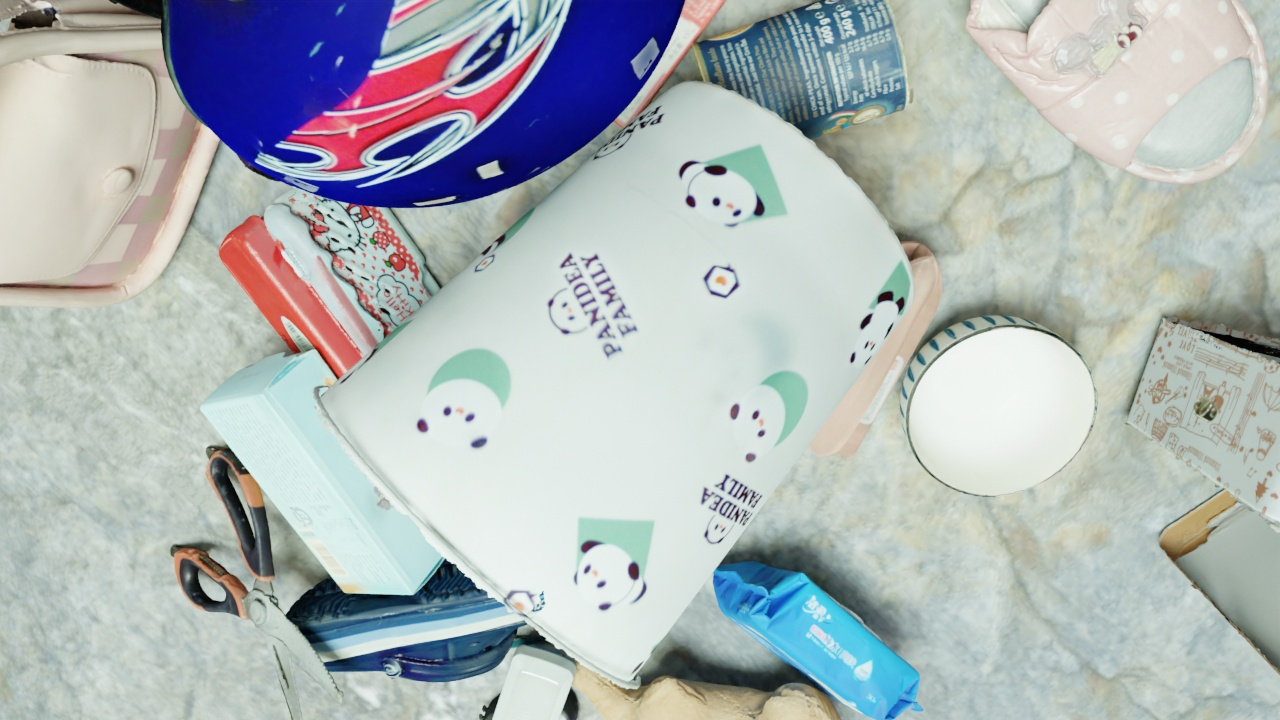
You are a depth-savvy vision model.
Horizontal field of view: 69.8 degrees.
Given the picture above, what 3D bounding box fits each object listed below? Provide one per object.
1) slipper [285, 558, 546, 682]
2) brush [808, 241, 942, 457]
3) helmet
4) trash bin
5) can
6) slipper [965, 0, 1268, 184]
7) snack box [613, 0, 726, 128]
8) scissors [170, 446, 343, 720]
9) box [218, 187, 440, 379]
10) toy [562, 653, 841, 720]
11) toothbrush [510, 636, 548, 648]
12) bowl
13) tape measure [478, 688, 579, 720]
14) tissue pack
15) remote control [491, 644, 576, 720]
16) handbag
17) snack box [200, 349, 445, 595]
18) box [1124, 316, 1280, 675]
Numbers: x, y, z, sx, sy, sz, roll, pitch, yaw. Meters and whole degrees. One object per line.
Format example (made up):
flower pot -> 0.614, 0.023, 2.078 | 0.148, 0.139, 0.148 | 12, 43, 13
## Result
slipper -> -0.131, 0.183, 0.654 | 0.253, 0.105, 0.095 | -15, 109, 8
brush -> 0.144, -0.009, 0.589 | 0.063, 0.073, 0.146 | 26, 106, -4
helmet -> -0.125, -0.192, 0.447 | 0.316, 0.246, 0.240 | -17, 90, 24
trash bin -> -0.003, 0.003, 0.502 | 0.229, 0.230, 0.251 | 44, 84, -10
can -> 0.094, -0.167, 0.538 | 0.111, 0.075, 0.075 | -17, 106, 8
slipper -> 0.242, -0.207, 0.510 | 0.274, 0.054, 0.114 | 44, 109, -4
snack box -> 0.009, -0.223, 0.551 | 0.075, 0.025, 0.153 | 37, 107, -7
scissors -> -0.276, 0.160, 0.649 | 0.226, 0.015, 0.189 | 5, 93, 34
box -> -0.175, -0.025, 0.618 | 0.101, 0.095, 0.201 | -41, 107, -28
toy -> 0.040, 0.279, 0.687 | 0.226, 0.082, 0.143 | 3, 122, 16
toothbrush -> -0.124, 0.219, 0.713 | 0.192, 0.016, 0.018 | -10, 97, 7
bowl -> 0.224, 0.022, 0.596 | 0.116, 0.066, 0.116 | 1, 110, 2
tape measure -> -0.082, 0.281, 0.721 | 0.066, 0.033, 0.066 | -42, 99, 16
tissue pack -> 0.120, 0.191, 0.647 | 0.157, 0.095, 0.052 | 40, 76, -10
remote control -> -0.088, 0.274, 0.689 | 0.049, 0.024, 0.125 | 19, 108, 1
handbag -> -0.334, -0.112, 0.500 | 0.093, 0.233, 0.194 | 30, 108, -5
snack box -> -0.203, 0.078, 0.605 | 0.074, 0.051, 0.175 | -10, 120, 36
box -> 0.390, 0.090, 0.551 | 0.154, 0.182, 0.185 | 14, 105, 0
